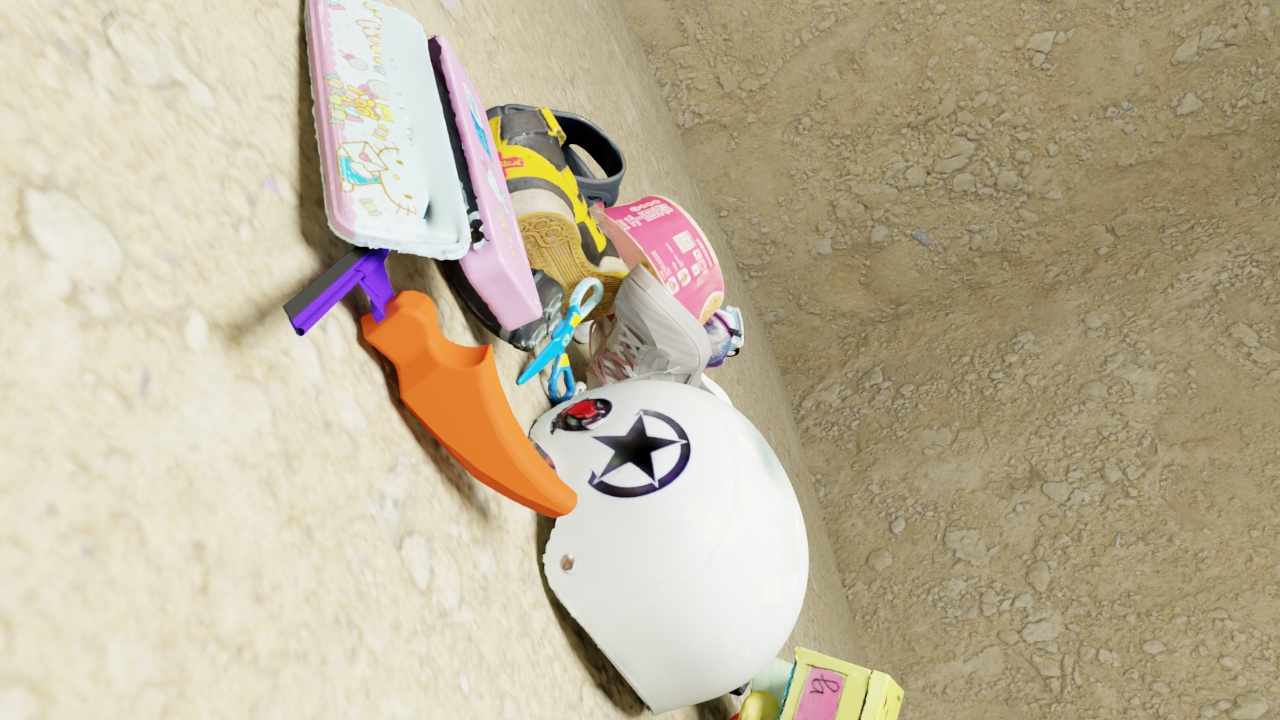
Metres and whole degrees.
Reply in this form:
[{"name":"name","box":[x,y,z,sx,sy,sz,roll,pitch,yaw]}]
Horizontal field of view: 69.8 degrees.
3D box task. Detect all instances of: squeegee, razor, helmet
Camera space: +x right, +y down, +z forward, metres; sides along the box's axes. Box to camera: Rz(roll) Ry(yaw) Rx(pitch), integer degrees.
[{"name":"squeegee","box":[-0.099,0.017,0.498,0.185,0.055,0.249,50,9,-16]},{"name":"razor","box":[-0.102,-0.071,0.616,0.140,0.064,0.052,56,31,-12]},{"name":"helmet","box":[0.037,0.119,0.698,0.263,0.164,0.237,-95,162,-54]}]

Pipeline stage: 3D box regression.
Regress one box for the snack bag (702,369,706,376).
[{"name":"snack bag","box":[0.062,0.088,1.078,0.082,0.082,0.176,19,53,-75]}]

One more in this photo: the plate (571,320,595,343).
[{"name":"plate","box":[-0.076,-0.092,0.893,0.156,0.014,0.157,-20,90,-79]}]

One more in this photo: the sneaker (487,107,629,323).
[{"name":"sneaker","box":[-0.075,-0.116,0.761,0.238,0.086,0.122,46,24,-69]}]

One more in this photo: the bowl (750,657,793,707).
[{"name":"bowl","box":[0.137,0.353,0.856,0.151,0.077,0.151,5,89,-81]}]

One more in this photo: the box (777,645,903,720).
[{"name":"box","box":[0.136,0.349,0.717,0.220,0.082,0.124,-70,153,-20]}]

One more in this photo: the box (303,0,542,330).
[{"name":"box","box":[-0.125,-0.126,0.540,0.149,0.051,0.214,27,35,-47]}]

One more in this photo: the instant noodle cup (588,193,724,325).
[{"name":"instant noodle cup","box":[0.013,-0.090,0.932,0.178,0.077,0.179,46,-22,25]}]

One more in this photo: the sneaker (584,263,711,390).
[{"name":"sneaker","box":[-0.004,0.004,0.803,0.099,0.089,0.236,43,-14,18]}]

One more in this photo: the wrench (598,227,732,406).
[{"name":"wrench","box":[0.005,-0.052,0.860,0.273,0.009,0.047,54,-18,-11]}]

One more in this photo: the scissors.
[{"name":"scissors","box":[-0.060,-0.018,0.720,0.125,0.014,0.130,81,30,-48]}]

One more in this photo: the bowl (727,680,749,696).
[{"name":"bowl","box":[0.056,0.250,0.828,0.110,0.055,0.110,-20,90,-78]}]

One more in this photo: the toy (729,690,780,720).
[{"name":"toy","box":[0.069,0.320,0.730,0.137,0.067,0.105,1,106,-59]}]

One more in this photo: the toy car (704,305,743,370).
[{"name":"toy car","box":[0.075,-0.017,1.188,0.054,0.154,0.056,12,60,-32]}]

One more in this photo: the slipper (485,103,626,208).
[{"name":"slipper","box":[-0.070,-0.208,0.916,0.110,0.083,0.267,59,13,7]}]

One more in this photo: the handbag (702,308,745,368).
[{"name":"handbag","box":[0.024,-0.057,1.070,0.170,0.145,0.068,34,65,-35]}]
